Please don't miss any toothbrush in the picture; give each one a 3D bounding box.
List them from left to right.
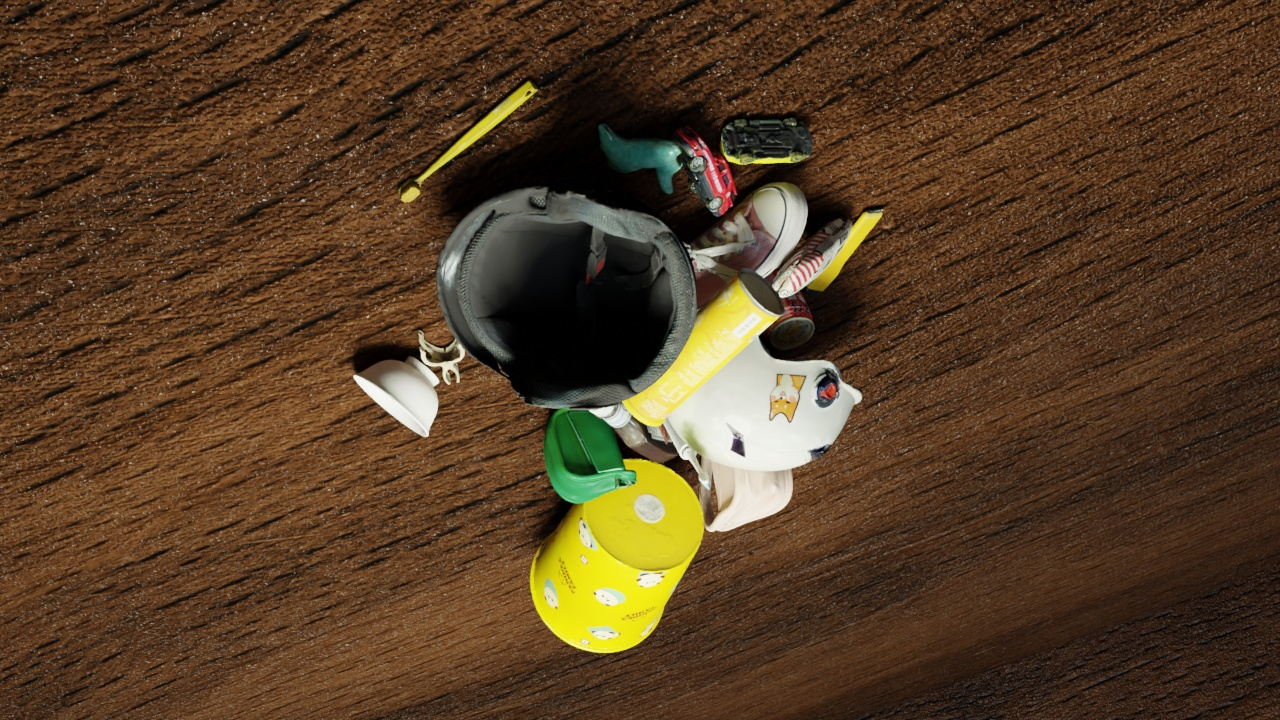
[{"bbox_3d":[-0.180,-0.223,0.945,0.190,0.016,0.015,-34,138,19],"label":"toothbrush"},{"bbox_3d":[0.059,0.110,1.261,0.027,0.221,0.026,-29,119,0],"label":"toothbrush"}]

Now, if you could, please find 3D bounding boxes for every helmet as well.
[{"bbox_3d":[-0.072,-0.076,0.995,0.275,0.230,0.233,14,100,7],"label":"helmet"},{"bbox_3d":[0.141,0.065,1.191,0.274,0.156,0.230,28,164,-22],"label":"helmet"}]

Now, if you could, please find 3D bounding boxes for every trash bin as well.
[{"bbox_3d":[-0.032,0.292,1.406,0.229,0.229,0.256,1,144,-20],"label":"trash bin"}]

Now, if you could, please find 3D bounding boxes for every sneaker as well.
[{"bbox_3d":[0.090,-0.125,1.090,0.242,0.118,0.087,-38,157,31],"label":"sneaker"}]

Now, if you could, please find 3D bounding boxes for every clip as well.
[{"bbox_3d":[-0.257,-0.006,1.158,0.095,0.035,0.102,3,144,-28],"label":"clip"}]

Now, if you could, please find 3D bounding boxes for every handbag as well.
[{"bbox_3d":[-0.074,0.131,1.305,0.120,0.131,0.068,-4,143,-19],"label":"handbag"},{"bbox_3d":[0.135,0.167,1.387,0.093,0.193,0.235,7,143,-17],"label":"handbag"}]

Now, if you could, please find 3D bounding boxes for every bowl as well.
[{"bbox_3d":[-0.294,0.034,1.155,0.064,0.118,0.118,-52,144,-18],"label":"bowl"}]

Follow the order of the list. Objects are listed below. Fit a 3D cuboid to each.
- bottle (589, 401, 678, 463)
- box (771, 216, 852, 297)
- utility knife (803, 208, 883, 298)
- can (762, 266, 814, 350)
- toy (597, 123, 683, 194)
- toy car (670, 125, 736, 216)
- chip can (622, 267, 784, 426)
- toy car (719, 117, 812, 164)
[{"bbox_3d":[-0.012,0.087,1.302,0.044,0.079,0.195,-28,147,19],"label":"bottle"},{"bbox_3d":[0.208,-0.129,1.115,0.163,0.052,0.069,-37,180,-44],"label":"box"},{"bbox_3d":[0.263,-0.140,1.197,0.033,0.015,0.157,6,135,-34],"label":"utility knife"},{"bbox_3d":[0.182,-0.067,1.192,0.066,0.093,0.067,-10,140,-9],"label":"can"},{"bbox_3d":[0.004,-0.216,0.988,0.092,0.030,0.096,6,148,19],"label":"toy"},{"bbox_3d":[0.072,-0.213,1.019,0.045,0.053,0.120,-39,144,1],"label":"toy car"},{"bbox_3d":[0.067,-0.012,1.059,0.072,0.072,0.214,21,128,-37],"label":"chip can"},{"bbox_3d":[0.139,-0.240,1.017,0.105,0.048,0.032,-5,167,-13],"label":"toy car"}]
